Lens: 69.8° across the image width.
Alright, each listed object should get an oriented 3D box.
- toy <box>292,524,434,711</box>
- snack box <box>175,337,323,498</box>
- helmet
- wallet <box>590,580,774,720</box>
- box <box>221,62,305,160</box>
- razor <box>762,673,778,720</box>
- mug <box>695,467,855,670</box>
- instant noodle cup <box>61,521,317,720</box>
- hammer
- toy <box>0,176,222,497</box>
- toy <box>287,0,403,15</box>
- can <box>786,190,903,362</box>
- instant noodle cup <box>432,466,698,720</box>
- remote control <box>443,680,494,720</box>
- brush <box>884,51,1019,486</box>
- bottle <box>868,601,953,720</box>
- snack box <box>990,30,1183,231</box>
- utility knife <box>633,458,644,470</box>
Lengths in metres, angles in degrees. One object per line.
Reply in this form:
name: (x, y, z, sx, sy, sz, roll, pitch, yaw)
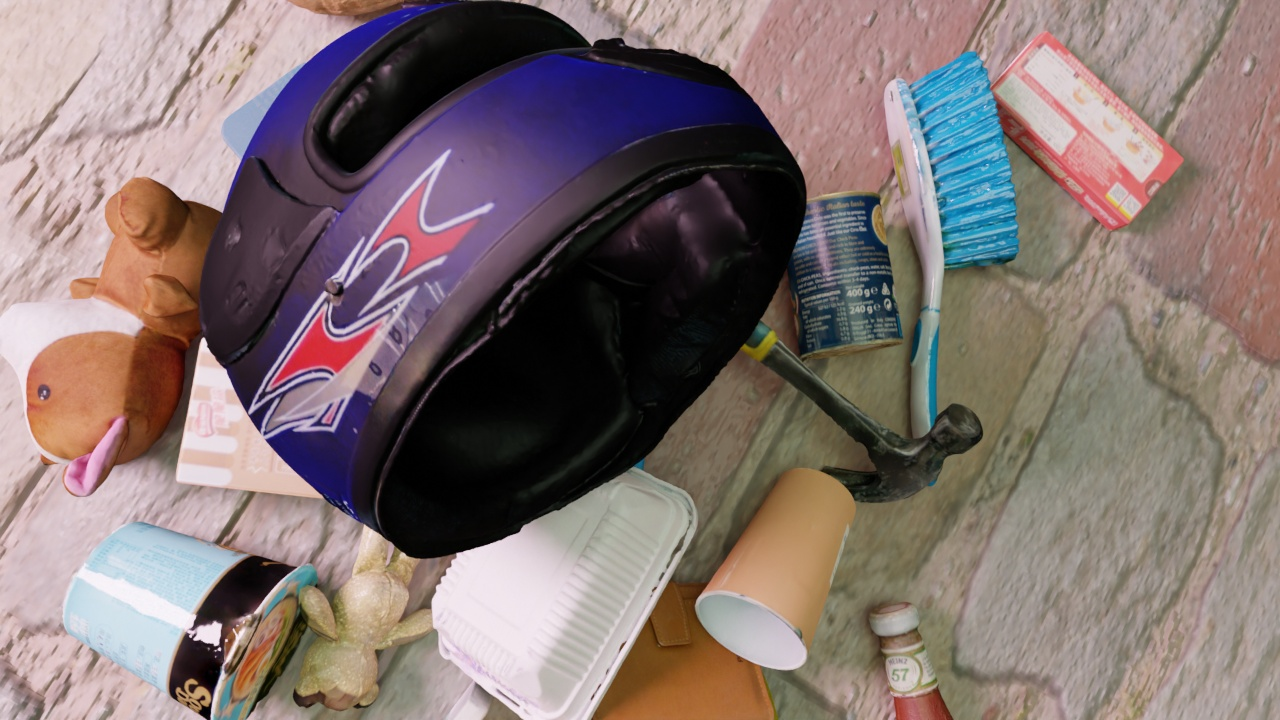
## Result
toy: (-0.184, 0.155, 0.620, 0.105, 0.066, 0.157, 29, 73, -45)
snack box: (-0.241, 0.041, 0.613, 0.094, 0.077, 0.092, 8, 83, -6)
helmet: (-0.087, -0.064, 0.485, 0.246, 0.316, 0.240, -5, 53, -47)
wallet: (0.019, 0.200, 0.615, 0.131, 0.031, 0.107, 6, 51, -24)
box: (-0.200, -0.112, 0.644, 0.089, 0.061, 0.184, -43, 88, -8)
razor: (0.093, 0.274, 0.650, 0.043, 0.028, 0.132, -14, 83, -4)
mug: (0.099, 0.136, 0.624, 0.078, 0.078, 0.122, 38, 54, -1)
instant noodle cup: (-0.289, 0.159, 0.585, 0.120, 0.111, 0.111, 23, 81, 4)
hammer: (0.072, -0.019, 0.644, 0.323, 0.126, 0.031, 40, 45, 5)
toy: (-0.337, -0.018, 0.590, 0.130, 0.140, 0.199, 19, 85, -31)
toy: (-0.176, -0.332, 0.663, 0.225, 0.082, 0.143, -24, 95, -11)
can: (0.145, -0.059, 0.667, 0.075, 0.075, 0.111, -7, 85, -7)
instant noodle cup: (-0.059, 0.134, 0.591, 0.138, 0.060, 0.173, 21, 74, 37)
remote control: (-0.145, 0.273, 0.608, 0.019, 0.056, 0.135, 37, 82, -1)
brush: (0.233, -0.069, 0.694, 0.109, 0.060, 0.314, -11, 87, -2)
bottle: (0.205, 0.275, 0.643, 0.059, 0.060, 0.206, -14, 85, -8)
snack box: (0.348, -0.182, 0.729, 0.153, 0.025, 0.075, 43, 80, 0)
utility knife: (-0.004, 0.004, 0.672, 0.034, 0.018, 0.236, 10, 79, -17)
